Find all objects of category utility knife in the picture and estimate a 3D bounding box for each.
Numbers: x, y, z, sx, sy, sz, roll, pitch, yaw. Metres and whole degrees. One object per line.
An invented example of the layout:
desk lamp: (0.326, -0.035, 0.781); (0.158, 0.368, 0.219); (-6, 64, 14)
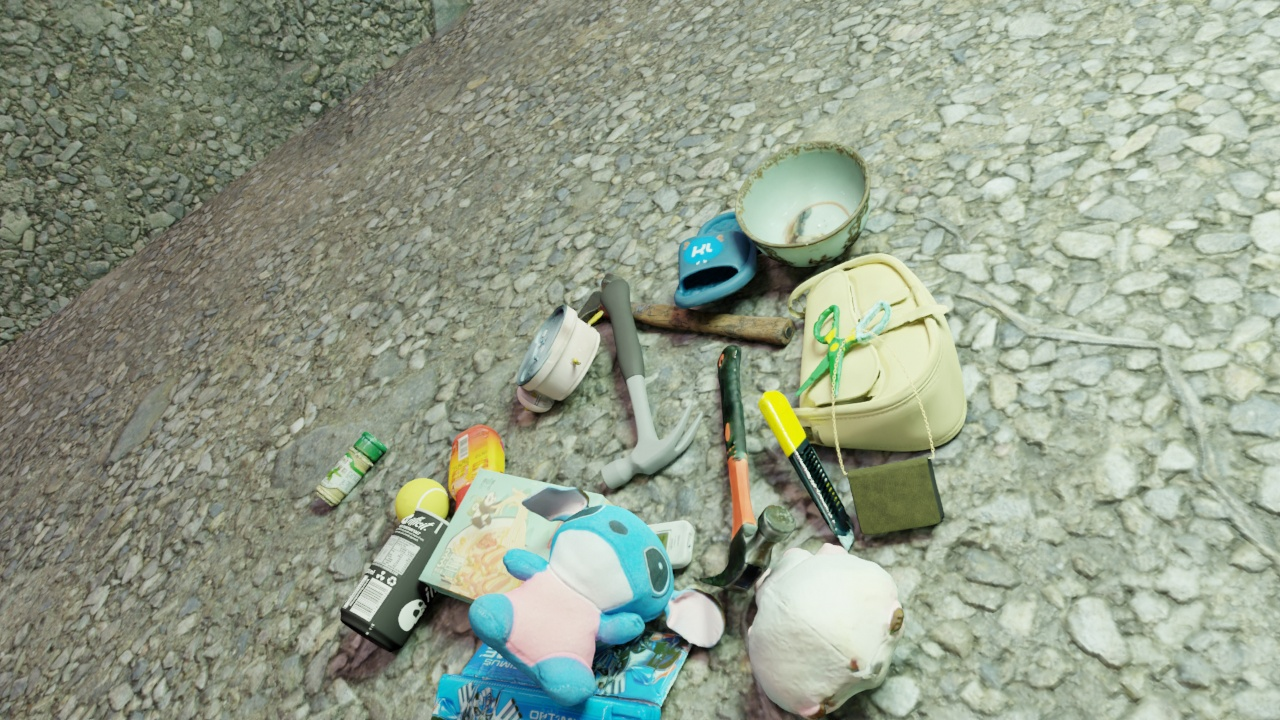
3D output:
utility knife: (0.159, 0.102, 0.870); (0.028, 0.020, 0.174); (-7, 54, -28)

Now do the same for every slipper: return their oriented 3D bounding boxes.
slipper: (0.097, -0.135, 1.145); (0.104, 0.059, 0.213); (-11, 33, 24)

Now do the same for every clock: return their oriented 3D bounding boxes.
clock: (-0.112, 0.003, 1.168); (0.158, 0.059, 0.116); (-42, 24, 44)

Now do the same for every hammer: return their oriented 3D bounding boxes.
hammer: (0.097, 0.090, 0.924); (0.332, 0.033, 0.133); (-87, 18, -53)
hammer: (0.046, -0.046, 1.151); (0.331, 0.033, 0.119); (10, 61, 43)
hammer: (-0.007, 0.007, 1.104); (0.125, 0.029, 0.310); (-29, 43, 16)

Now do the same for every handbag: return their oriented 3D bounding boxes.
handbag: (0.214, 0.061, 0.818); (0.084, 0.027, 0.178); (-15, 85, 26)
handbag: (0.227, -0.015, 0.929); (0.191, 0.088, 0.232); (-17, 42, 29)

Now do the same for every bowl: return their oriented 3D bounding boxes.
bowl: (0.203, -0.171, 1.093); (0.160, 0.094, 0.159); (-14, 54, 20)

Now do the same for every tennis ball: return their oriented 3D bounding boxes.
tennis ball: (-0.267, 0.177, 1.125); (0.065, 0.065, 0.065); (-21, 40, 19)

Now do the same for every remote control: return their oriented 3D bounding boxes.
remote control: (-0.007, 0.196, 0.938); (0.134, 0.022, 0.050); (-13, 45, 27)

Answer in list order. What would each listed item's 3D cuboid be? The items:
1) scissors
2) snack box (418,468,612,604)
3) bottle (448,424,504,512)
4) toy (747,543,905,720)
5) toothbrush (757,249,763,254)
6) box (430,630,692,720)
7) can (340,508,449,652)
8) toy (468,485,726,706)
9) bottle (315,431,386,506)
scissors: (0.197, -0.014, 0.885); (0.123, 0.011, 0.126); (-30, 34, 37)
snack box: (-0.131, 0.198, 0.977); (0.194, 0.044, 0.141); (5, 59, 40)
bottle: (-0.201, 0.143, 1.123); (0.071, 0.048, 0.134); (-27, 38, 14)
toy: (0.139, 0.210, 0.759); (0.139, 0.101, 0.179); (-52, 14, 3)
toothbrush: (0.190, -0.152, 1.161); (0.188, 0.014, 0.017); (-26, 52, 14)
box: (-0.084, 0.311, 0.849); (0.244, 0.060, 0.175); (-5, 47, 33)
can: (-0.267, 0.247, 1.039); (0.080, 0.080, 0.145); (6, 54, 42)
toy: (-0.043, 0.219, 0.835); (0.224, 0.099, 0.190); (35, 54, 15)
bottle: (-0.404, 0.152, 1.279); (0.043, 0.042, 0.109); (21, 66, 48)
